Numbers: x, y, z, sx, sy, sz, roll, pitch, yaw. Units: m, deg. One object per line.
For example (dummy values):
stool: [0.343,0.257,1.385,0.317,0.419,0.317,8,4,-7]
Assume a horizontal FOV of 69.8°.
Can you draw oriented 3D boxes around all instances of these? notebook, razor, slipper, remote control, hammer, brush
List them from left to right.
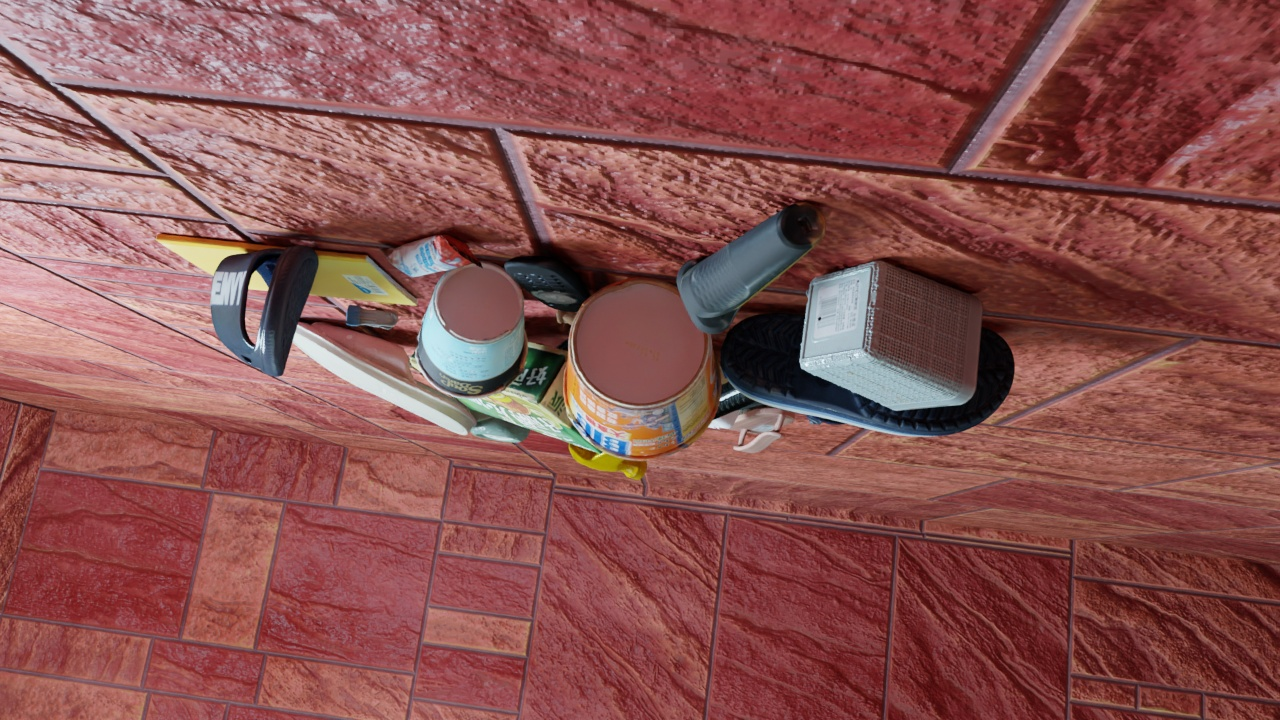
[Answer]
slipper: [-0.357,-0.042,0.851,0.083,0.110,0.269,16,167,-19]
notebook: [-0.342,-0.087,0.907,0.206,0.010,0.146,6,167,7]
slipper: [-0.324,0.011,1.156,0.274,0.054,0.114,27,159,5]
remote control: [-0.076,-0.069,0.792,0.053,0.024,0.136,3,168,13]
hammer: [0.034,0.065,0.972,0.128,0.032,0.302,20,147,-34]
razor: [0.079,-0.069,0.659,0.067,0.062,0.168,-20,174,-25]
brush: [0.162,0.083,1.233,0.063,0.073,0.146,12,165,-15]
slipper: [0.198,0.017,0.826,0.253,0.105,0.095,6,167,10]

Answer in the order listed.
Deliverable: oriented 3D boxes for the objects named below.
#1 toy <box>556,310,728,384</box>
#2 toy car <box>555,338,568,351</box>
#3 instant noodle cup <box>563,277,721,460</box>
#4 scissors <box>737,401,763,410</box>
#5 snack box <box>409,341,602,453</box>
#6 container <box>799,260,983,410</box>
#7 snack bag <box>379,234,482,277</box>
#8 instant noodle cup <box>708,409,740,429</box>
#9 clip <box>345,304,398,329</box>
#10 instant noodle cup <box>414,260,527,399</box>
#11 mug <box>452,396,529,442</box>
toy: [-0.006,0.006,0.980,0.225,0.082,0.144,18,145,-32]
toy car: [-0.054,-0.002,1.050,0.049,0.031,0.105,-33,144,27]
instant noodle cup: [0.000,0.003,0.817,0.151,0.151,0.111,7,159,4]
scissors: [0.105,0.052,1.071,0.213,0.015,0.197,-17,-179,-43]
snack box: [-0.136,0.024,0.992,0.240,0.063,0.114,13,158,43]
container: [0.192,-0.020,0.714,0.111,0.090,0.090,18,164,-30]
snack bag: [-0.178,-0.087,0.769,0.104,0.026,0.048,-4,150,40]
instant noodle cup: [0.048,0.050,1.181,0.174,0.060,0.138,4,167,22]
clip: [-0.303,-0.048,1.035,0.056,0.024,0.028,6,174,-27]
instant noodle cup: [-0.150,-0.033,0.842,0.111,0.111,0.121,10,160,-11]
mug: [-0.193,0.048,1.204,0.111,0.106,0.082,10,169,-10]
